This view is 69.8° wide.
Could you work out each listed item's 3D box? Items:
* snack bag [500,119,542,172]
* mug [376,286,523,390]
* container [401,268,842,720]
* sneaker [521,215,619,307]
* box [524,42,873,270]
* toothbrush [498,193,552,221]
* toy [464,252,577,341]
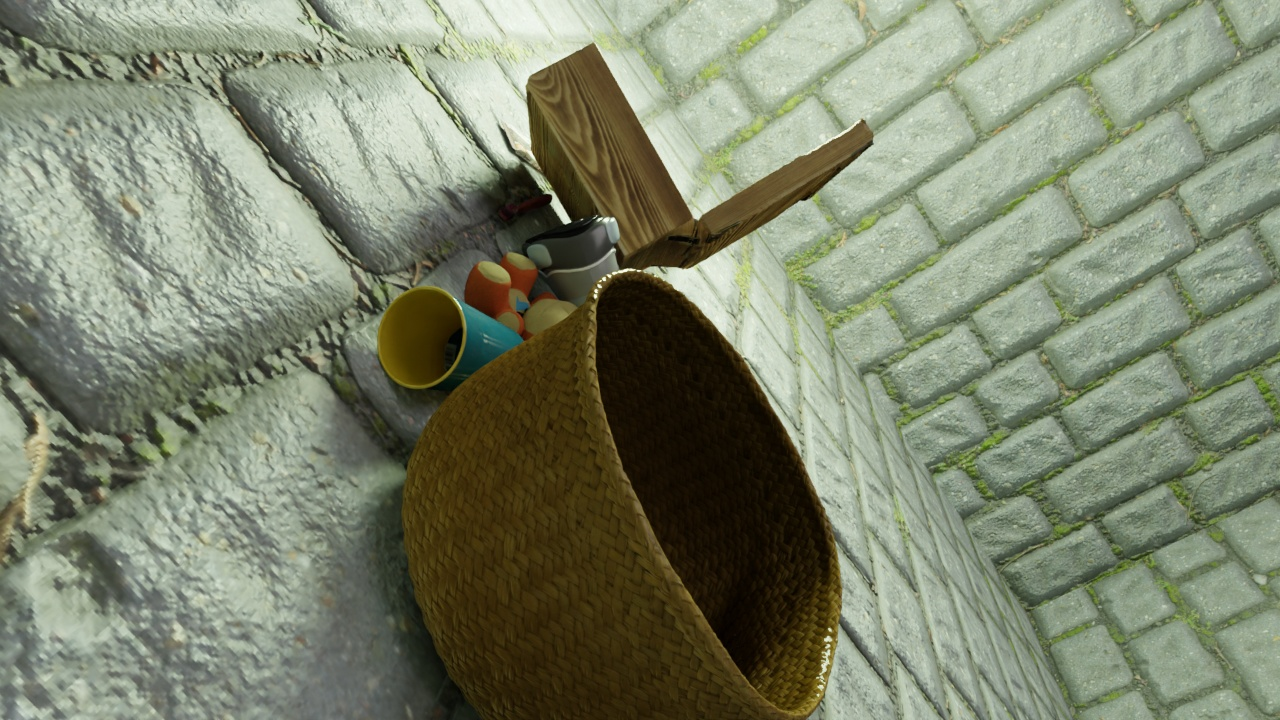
[{"bbox_3d":[-0.144,-0.290,1.314,0.157,0.013,0.057,28,32,-57],"label":"snack bag"},{"bbox_3d":[-0.143,-0.008,0.738,0.078,0.078,0.121,62,14,17],"label":"mug"},{"bbox_3d":[-0.015,0.114,0.636,0.307,0.197,0.306,47,26,-32],"label":"container"},{"bbox_3d":[-0.060,-0.071,0.995,0.257,0.093,0.160,-152,-138,-79],"label":"sneaker"},{"bbox_3d":[0.068,-0.253,1.152,0.286,0.336,0.279,62,-7,0],"label":"box"},{"bbox_3d":[-0.140,-0.197,1.156,0.016,0.016,0.189,54,18,-6],"label":"toothbrush"},{"bbox_3d":[-0.096,-0.017,0.855,0.176,0.096,0.112,66,22,-8],"label":"toy"}]
